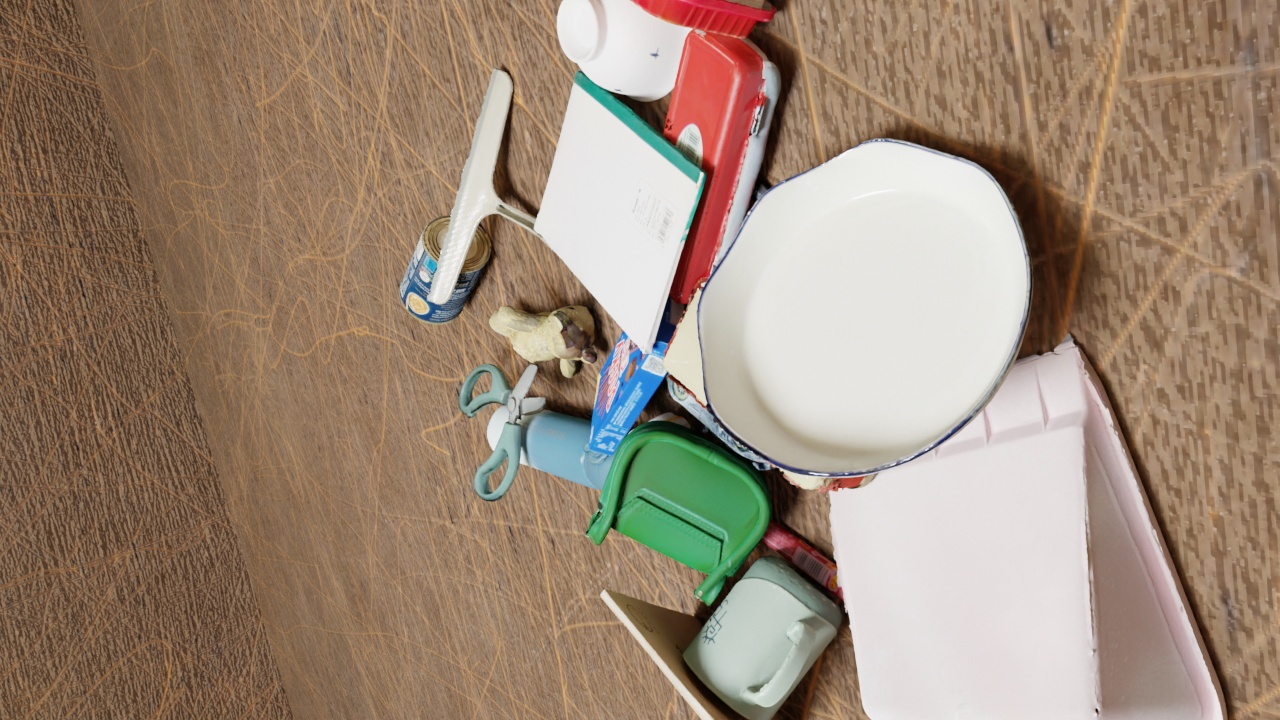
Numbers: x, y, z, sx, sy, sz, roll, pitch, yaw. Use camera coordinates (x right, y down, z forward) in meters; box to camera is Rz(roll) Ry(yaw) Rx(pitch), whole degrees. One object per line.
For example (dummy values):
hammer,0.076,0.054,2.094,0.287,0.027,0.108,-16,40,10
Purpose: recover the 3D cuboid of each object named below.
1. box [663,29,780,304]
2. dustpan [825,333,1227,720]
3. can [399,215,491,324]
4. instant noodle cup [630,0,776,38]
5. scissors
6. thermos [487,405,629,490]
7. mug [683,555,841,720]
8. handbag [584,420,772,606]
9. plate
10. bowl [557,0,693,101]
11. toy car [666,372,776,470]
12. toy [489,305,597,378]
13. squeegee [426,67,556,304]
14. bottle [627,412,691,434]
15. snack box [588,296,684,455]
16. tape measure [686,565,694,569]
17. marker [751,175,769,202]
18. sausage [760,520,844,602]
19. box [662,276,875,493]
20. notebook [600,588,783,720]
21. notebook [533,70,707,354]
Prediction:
box,0.051,-0.136,0.672,0.087,0.048,0.202,51,141,39
dustpan,0.240,0.152,0.592,0.223,0.138,0.273,-25,58,55
can,-0.215,-0.099,1.007,0.075,0.075,0.111,60,143,14
instant noodle cup,0.039,-0.284,0.570,0.116,0.116,0.124,46,126,30
scissors,-0.149,0.050,0.948,0.177,0.019,0.174,54,129,40
thermos,-0.073,0.085,0.918,0.221,0.070,0.070,8,112,51
mug,0.099,0.213,0.696,0.082,0.106,0.112,39,178,-8
handbag,0.032,0.117,0.727,0.131,0.068,0.120,25,95,2
plate,0.128,-0.028,0.542,0.205,0.045,0.204,-17,62,34
bowl,-0.023,-0.253,0.694,0.118,0.064,0.118,26,125,43
toy car,0.070,0.040,0.719,0.120,0.054,0.037,41,133,35
toy,-0.098,-0.028,0.909,0.105,0.066,0.157,49,158,-28
squeegee,-0.083,-0.114,0.862,0.247,0.039,0.247,34,114,32
bottle,0.031,0.102,0.792,0.063,0.063,0.108,-40,73,52
snack box,-0.005,0.005,0.782,0.158,0.026,0.084,121,161,-45
tape measure,0.039,0.156,0.841,0.058,0.025,0.055,29,126,37
marker,0.109,-0.089,0.642,0.124,0.015,0.018,54,138,24
sausage,0.133,0.158,0.723,0.156,0.020,0.020,33,130,41
box,0.091,0.015,0.636,0.168,0.079,0.091,40,115,39
notebook,0.055,0.257,0.761,0.148,0.008,0.207,44,-179,31
notebook,-0.024,-0.124,0.730,0.209,0.012,0.151,51,132,44
